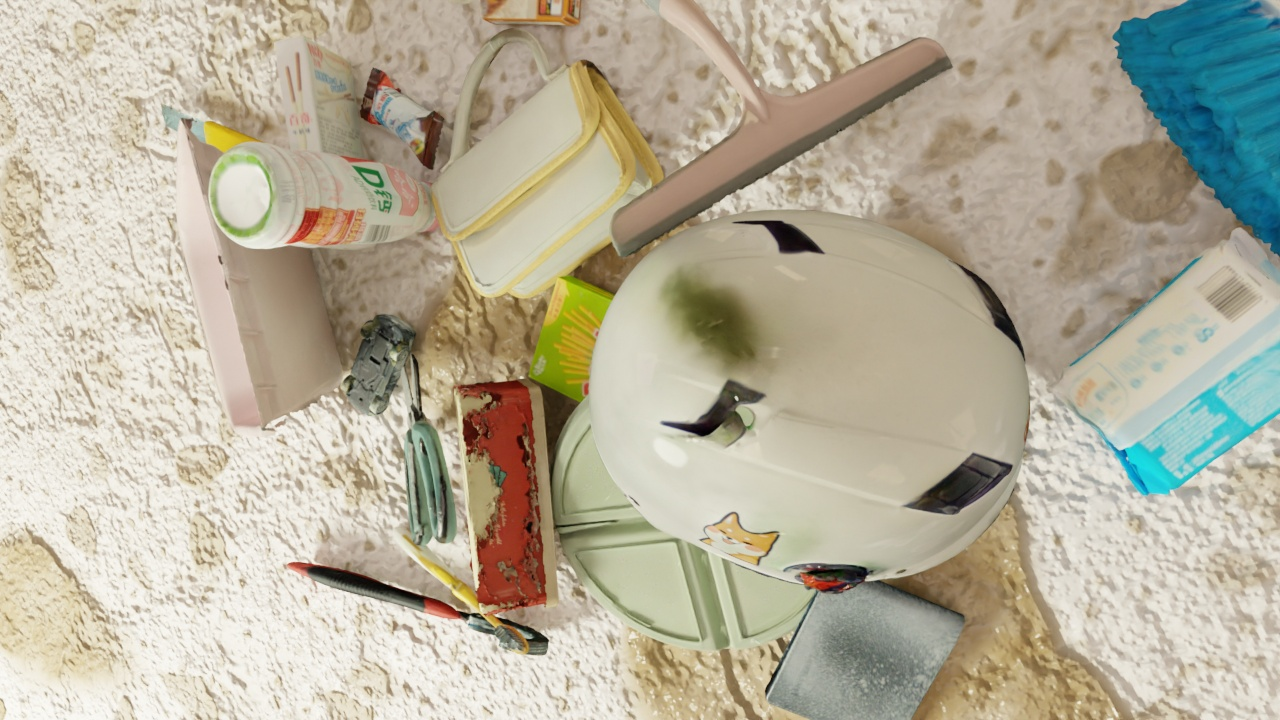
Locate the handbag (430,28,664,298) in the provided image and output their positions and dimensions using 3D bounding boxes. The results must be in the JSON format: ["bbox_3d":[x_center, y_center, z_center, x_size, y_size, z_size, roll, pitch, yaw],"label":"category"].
[{"bbox_3d":[-0.090,-0.154,0.684,0.164,0.063,0.178,-34,79,22],"label":"handbag"}]

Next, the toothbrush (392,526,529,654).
[{"bbox_3d":[-0.152,0.181,0.742,0.191,0.018,0.016,28,81,39],"label":"toothbrush"}]

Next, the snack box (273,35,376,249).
[{"bbox_3d":[-0.249,-0.168,0.733,0.027,0.084,0.157,-7,94,7],"label":"snack box"}]

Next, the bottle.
[{"bbox_3d":[-0.211,-0.115,0.663,0.068,0.196,0.068,3,99,23],"label":"bottle"}]

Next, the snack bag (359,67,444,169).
[{"bbox_3d":[-0.189,-0.193,0.727,0.104,0.026,0.048,43,123,34],"label":"snack bag"}]

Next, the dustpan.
[{"bbox_3d":[-0.341,-0.037,0.730,0.139,0.273,0.222,-14,88,-1],"label":"dustpan"}]

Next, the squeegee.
[{"bbox_3d":[0.027,-0.222,0.602,0.247,0.040,0.249,-32,65,-7],"label":"squeegee"}]

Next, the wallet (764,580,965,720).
[{"bbox_3d":[0.151,0.205,0.631,0.097,0.019,0.121,22,109,3],"label":"wallet"}]

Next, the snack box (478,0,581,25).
[{"bbox_3d":[-0.076,-0.326,0.670,0.075,0.026,0.154,9,100,22],"label":"snack box"}]

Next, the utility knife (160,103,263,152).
[{"bbox_3d":[-0.348,-0.188,0.811,0.209,0.015,0.033,24,107,16],"label":"utility knife"}]

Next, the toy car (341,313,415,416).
[{"bbox_3d":[-0.218,0.004,0.772,0.043,0.034,0.091,31,110,14],"label":"toy car"}]

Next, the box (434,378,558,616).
[{"bbox_3d":[-0.111,0.101,0.694,0.075,0.091,0.168,-6,96,-14],"label":"box"}]

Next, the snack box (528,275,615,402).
[{"bbox_3d":[-0.004,0.004,0.681,0.156,0.026,0.086,25,108,19],"label":"snack box"}]

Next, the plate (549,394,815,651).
[{"bbox_3d":[0.038,0.110,0.655,0.230,0.027,0.230,5,108,16],"label":"plate"}]

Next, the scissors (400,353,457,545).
[{"bbox_3d":[-0.174,0.091,0.732,0.182,0.019,0.170,108,146,-46],"label":"scissors"}]

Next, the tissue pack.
[{"bbox_3d":[0.315,0.004,0.522,0.140,0.063,0.090,-46,75,19],"label":"tissue pack"}]

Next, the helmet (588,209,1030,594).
[{"bbox_3d":[0.099,0.009,0.524,0.274,0.157,0.229,13,75,10],"label":"helmet"}]

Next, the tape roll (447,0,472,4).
[{"bbox_3d":[-0.133,-0.312,0.683,0.086,0.013,0.086,4,96,51],"label":"tape roll"}]

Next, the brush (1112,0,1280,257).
[{"bbox_3d":[0.388,-0.080,0.481,0.109,0.060,0.314,-32,82,1],"label":"brush"}]

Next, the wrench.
[{"bbox_3d":[-0.193,0.207,0.782,0.274,0.056,0.016,9,81,27],"label":"wrench"}]
